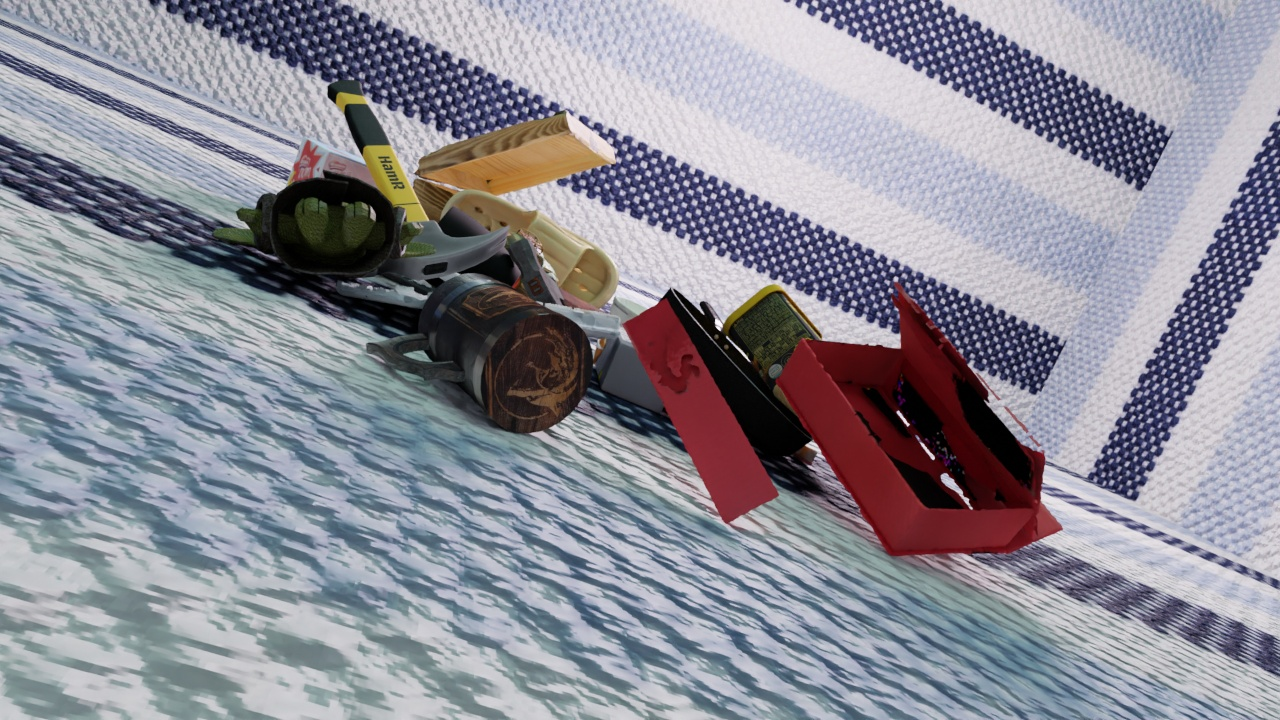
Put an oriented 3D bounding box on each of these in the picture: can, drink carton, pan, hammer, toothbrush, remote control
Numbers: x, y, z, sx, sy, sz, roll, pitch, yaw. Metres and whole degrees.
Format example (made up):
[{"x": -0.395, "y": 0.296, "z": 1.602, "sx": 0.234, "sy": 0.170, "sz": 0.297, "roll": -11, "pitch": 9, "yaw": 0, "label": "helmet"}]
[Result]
[{"x": 0.156, "y": 0.001, "z": 0.920, "sx": 0.130, "sy": 0.072, "sz": 0.101, "roll": 38, "pitch": 16, "yaw": -49, "label": "can"}, {"x": -0.005, "y": 0.005, "z": 0.902, "sx": 0.076, "sy": 0.048, "sz": 0.125, "roll": 23, "pitch": 8, "yaw": -9, "label": "drink carton"}, {"x": 0.083, "y": -0.008, "z": 0.979, "sx": 0.204, "sy": 0.044, "sz": 0.355, "roll": 45, "pitch": 8, "yaw": -14, "label": "pan"}, {"x": -0.261, "y": -0.199, "z": 0.955, "sx": 0.169, "sy": 0.034, "sz": 0.324, "roll": -9, "pitch": 50, "yaw": -31, "label": "hammer"}, {"x": -0.063, "y": -0.056, "z": 1.099, "sx": 0.111, "sy": 0.028, "sz": 0.300, "roll": 64, "pitch": 13, "yaw": 16, "label": "hammer"}, {"x": 0.138, "y": 0.075, "z": 0.996, "sx": 0.015, "sy": 0.016, "sz": 0.184, "roll": 28, "pitch": 3, "yaw": -26, "label": "toothbrush"}, {"x": -0.236, "y": -0.081, "z": 0.950, "sx": 0.124, "sy": 0.009, "sz": 0.046, "roll": 25, "pitch": 8, "yaw": 13, "label": "remote control"}]

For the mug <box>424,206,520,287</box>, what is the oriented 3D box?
[{"x": -0.185, "y": -0.098, "z": 0.976, "sx": 0.100, "sy": 0.085, "sz": 0.118, "roll": 36, "pitch": 16, "yaw": -11, "label": "mug"}]

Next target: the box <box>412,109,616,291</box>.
[{"x": -0.187, "y": -0.252, "z": 1.377, "sx": 0.269, "sy": 0.264, "sz": 0.278, "roll": 23, "pitch": 9, "yaw": 11, "label": "box"}]

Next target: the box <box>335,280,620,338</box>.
[{"x": -0.135, "y": -0.042, "z": 0.806, "sx": 0.190, "sy": 0.037, "sz": 0.208, "roll": 6, "pitch": 0, "yaw": 21, "label": "box"}]

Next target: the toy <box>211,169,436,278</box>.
[{"x": -0.251, "y": -0.107, "z": 0.745, "sx": 0.179, "sy": 0.078, "sz": 0.153, "roll": 2, "pitch": 3, "yaw": -21, "label": "toy"}]

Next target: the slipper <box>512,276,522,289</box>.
[{"x": -0.187, "y": -0.108, "z": 1.107, "sx": 0.249, "sy": 0.059, "sz": 0.103, "roll": 32, "pitch": 10, "yaw": 39, "label": "slipper"}]

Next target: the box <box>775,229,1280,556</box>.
[{"x": 0.372, "y": 0.029, "z": 0.810, "sx": 0.466, "sy": 0.138, "sz": 0.214, "roll": -10, "pitch": 43, "yaw": -15, "label": "box"}]

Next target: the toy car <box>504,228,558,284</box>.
[{"x": -0.134, "y": -0.123, "z": 1.070, "sx": 0.111, "sy": 0.047, "sz": 0.047, "roll": 25, "pitch": 23, "yaw": -41, "label": "toy car"}]

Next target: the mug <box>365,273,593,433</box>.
[{"x": -0.108, "y": -0.005, "z": 0.605, "sx": 0.115, "sy": 0.080, "sz": 0.107, "roll": -14, "pitch": 27, "yaw": -32, "label": "mug"}]

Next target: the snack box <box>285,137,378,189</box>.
[{"x": -0.345, "y": -0.187, "z": 1.028, "sx": 0.079, "sy": 0.095, "sz": 0.093, "roll": 17, "pitch": 11, "yaw": -41, "label": "snack box"}]

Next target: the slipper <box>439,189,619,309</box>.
[{"x": -0.154, "y": -0.144, "z": 1.186, "sx": 0.261, "sy": 0.111, "sz": 0.079, "roll": 30, "pitch": -2, "yaw": 12, "label": "slipper"}]

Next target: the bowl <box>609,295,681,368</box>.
[{"x": 0.007, "y": -0.022, "z": 1.068, "sx": 0.117, "sy": 0.061, "sz": 0.117, "roll": 28, "pitch": 10, "yaw": -6, "label": "bowl"}]
